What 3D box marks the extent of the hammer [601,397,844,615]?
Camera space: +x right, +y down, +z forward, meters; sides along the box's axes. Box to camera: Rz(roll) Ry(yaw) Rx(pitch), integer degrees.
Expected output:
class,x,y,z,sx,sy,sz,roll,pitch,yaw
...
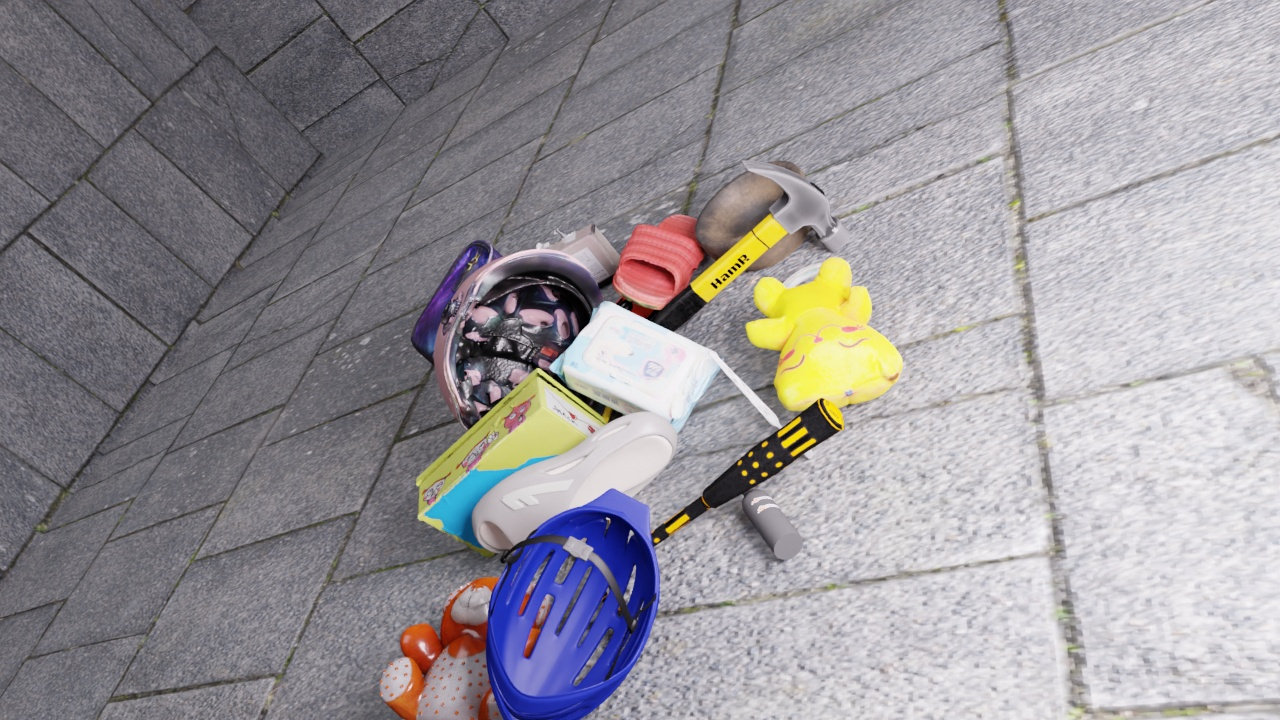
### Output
class,x,y,z,sx,sy,sz,roll,pitch,yaw
hammer,0.067,0.140,0.901,0.321,0.036,0.123,-39,41,25

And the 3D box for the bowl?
class,x,y,z,sx,sy,sz,roll,pitch,yaw
bowl,0.157,-0.184,1.216,0.162,0.070,0.162,-28,33,21

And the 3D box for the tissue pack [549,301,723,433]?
class,x,y,z,sx,sy,sz,roll,pitch,yaw
tissue pack,-0.006,0.006,1.093,0.182,0.070,0.111,26,67,17

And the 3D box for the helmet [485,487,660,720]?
class,x,y,z,sx,sy,sz,roll,pitch,yaw
helmet,-0.067,0.225,0.814,0.148,0.228,0.241,26,78,11

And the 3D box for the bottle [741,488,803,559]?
class,x,y,z,sx,sy,sz,roll,pitch,yaw
bottle,0.118,0.146,0.888,0.030,0.030,0.113,-40,31,2

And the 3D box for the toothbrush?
class,x,y,z,sx,sy,sz,roll,pitch,yaw
toothbrush,0.117,0.044,0.870,0.010,0.181,0.010,16,67,51

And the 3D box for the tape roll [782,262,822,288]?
class,x,y,z,sx,sy,sz,roll,pitch,yaw
tape roll,0.200,-0.079,1.094,0.093,0.013,0.092,-29,33,21

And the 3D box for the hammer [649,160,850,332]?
class,x,y,z,sx,sy,sz,roll,pitch,yaw
hammer,0.092,-0.105,1.131,0.325,0.170,0.034,-41,34,18

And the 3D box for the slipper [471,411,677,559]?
class,x,y,z,sx,sy,sz,roll,pitch,yaw
slipper,-0.070,0.158,1.026,0.266,0.113,0.080,-30,44,9

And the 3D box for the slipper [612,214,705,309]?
class,x,y,z,sx,sy,sz,roll,pitch,yaw
slipper,0.035,-0.151,1.247,0.103,0.059,0.248,19,38,9

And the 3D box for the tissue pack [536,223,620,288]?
class,x,y,z,sx,sy,sz,roll,pitch,yaw
tissue pack,-0.123,-0.146,1.451,0.182,0.104,0.071,-25,33,28

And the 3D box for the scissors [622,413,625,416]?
class,x,y,z,sx,sy,sz,roll,pitch,yaw
scissors,-0.003,0.029,1.181,0.134,0.016,0.227,-34,32,13

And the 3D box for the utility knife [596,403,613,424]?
class,x,y,z,sx,sy,sz,roll,pitch,yaw
utility knife,-0.048,0.069,1.166,0.031,0.019,0.218,-6,49,43

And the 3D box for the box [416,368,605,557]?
class,x,y,z,sx,sy,sz,roll,pitch,yaw
box,-0.155,0.128,1.104,0.221,0.124,0.081,-42,31,19

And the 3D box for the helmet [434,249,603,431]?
class,x,y,z,sx,sy,sz,roll,pitch,yaw
helmet,-0.156,-0.022,1.185,0.153,0.229,0.255,26,109,60

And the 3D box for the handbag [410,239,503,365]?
class,x,y,z,sx,sy,sz,roll,pitch,yaw
handbag,-0.194,-0.053,1.321,0.222,0.205,0.125,-53,32,-7

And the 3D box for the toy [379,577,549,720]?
class,x,y,z,sx,sy,sz,roll,pitch,yaw
toy,-0.171,0.299,0.958,0.164,0.093,0.172,-1,42,18

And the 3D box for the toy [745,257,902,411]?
class,x,y,z,sx,sy,sz,roll,pitch,yaw
toy,0.186,-0.018,0.967,0.134,0.087,0.193,-18,38,5

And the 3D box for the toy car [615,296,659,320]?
class,x,y,z,sx,sy,sz,roll,pitch,yaw
toy car,0.002,-0.082,1.279,0.100,0.051,0.049,-47,34,-8
